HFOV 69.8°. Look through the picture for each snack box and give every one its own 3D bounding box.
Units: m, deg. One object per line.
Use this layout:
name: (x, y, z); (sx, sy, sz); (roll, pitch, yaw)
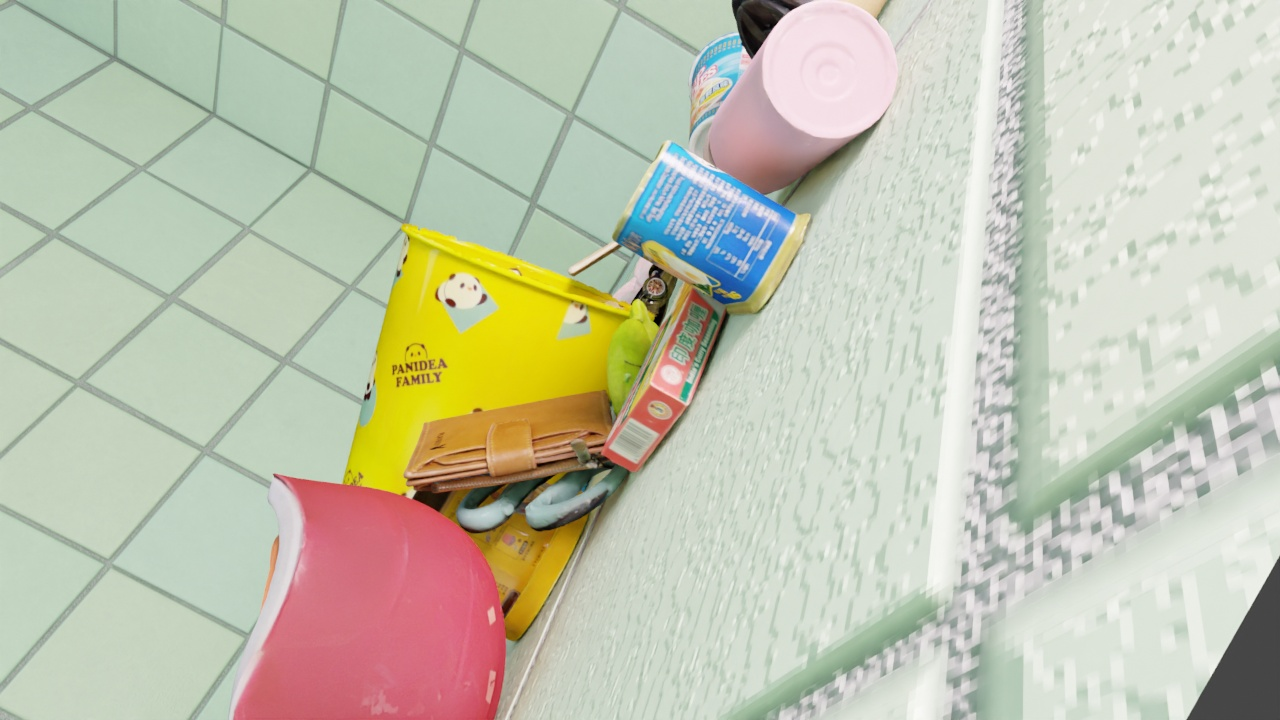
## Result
snack box: (0.026, -0.012, 0.563); (0.077, 0.027, 0.155); (-57, 6, 47)

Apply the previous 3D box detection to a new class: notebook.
notebook: (0.022, -0.136, 0.869); (0.207, 0.008, 0.148); (-32, 6, 0)

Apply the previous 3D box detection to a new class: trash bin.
trash bin: (-0.139, 0.038, 0.808); (0.229, 0.229, 0.255); (-103, 34, -83)

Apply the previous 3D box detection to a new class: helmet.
helmet: (-0.156, 0.191, 0.554); (0.206, 0.143, 0.241); (-108, 25, -51)

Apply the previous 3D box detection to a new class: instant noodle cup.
instant noodle cup: (-0.113, 0.126, 0.671); (0.118, 0.114, 0.118); (-60, 5, 8)
instant noodle cup: (0.080, -0.194, 0.736); (0.099, 0.099, 0.109); (-56, 14, 43)

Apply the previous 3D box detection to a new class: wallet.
wallet: (-0.081, 0.055, 0.595); (0.119, 0.130, 0.035); (-115, 15, -78)

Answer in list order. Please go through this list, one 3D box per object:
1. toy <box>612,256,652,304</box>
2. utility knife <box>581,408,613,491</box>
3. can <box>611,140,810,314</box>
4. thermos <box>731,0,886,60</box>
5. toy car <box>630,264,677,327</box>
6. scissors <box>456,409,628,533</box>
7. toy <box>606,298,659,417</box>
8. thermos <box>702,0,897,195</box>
toy: (-0.012, -0.061, 1.066); (0.159, 0.054, 0.121); (-60, 12, 6)
utility knife: (-0.046, 0.086, 0.762); (0.218, 0.018, 0.034); (-62, -4, -8)
can: (0.033, -0.069, 0.489); (0.057, 0.083, 0.102); (-60, 5, 0)
thermos: (0.128, -0.252, 0.605); (0.143, 0.093, 0.093); (-52, 4, -5)
toy car: (0.001, -0.043, 0.906); (0.158, 0.042, 0.070); (-57, 6, 22)
scissors: (-0.035, 0.067, 0.615); (0.144, 0.019, 0.179); (-4, 19, 42)
toy: (-0.004, 0.004, 0.634); (0.100, 0.031, 0.096); (14, -107, -78)
thermos: (0.087, -0.139, 0.521); (0.087, 0.067, 0.198); (-29, 2, -3)
